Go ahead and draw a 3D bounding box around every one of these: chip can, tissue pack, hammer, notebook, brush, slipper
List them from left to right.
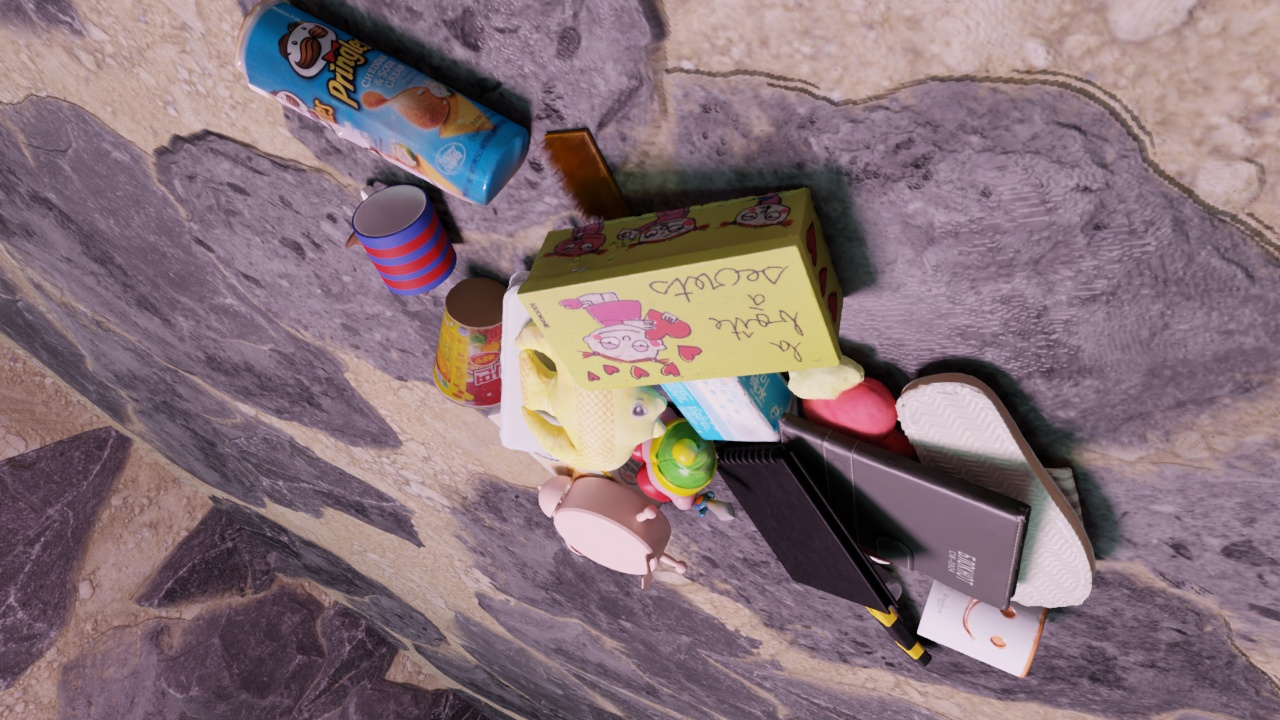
[{"bbox_3d":[-0.204,-0.202,0.730,0.229,0.079,0.080,29,150,4],"label":"chip can"},{"bbox_3d":[-0.036,-0.129,0.743,0.048,0.017,0.126,6,141,36],"label":"brush"},{"bbox_3d":[0.074,0.017,0.817,0.093,0.061,0.144,-2,140,40],"label":"tissue pack"},{"bbox_3d":[0.143,0.152,0.877,0.169,0.019,0.232,55,168,-1],"label":"notebook"},{"bbox_3d":[0.257,0.267,1.018,0.170,0.034,0.324,36,170,48],"label":"hammer"},{"bbox_3d":[0.221,0.131,0.790,0.209,0.029,0.170,24,151,32],"label":"notebook"},{"bbox_3d":[0.299,0.108,0.764,0.115,0.053,0.273,-7,128,44],"label":"slipper"}]

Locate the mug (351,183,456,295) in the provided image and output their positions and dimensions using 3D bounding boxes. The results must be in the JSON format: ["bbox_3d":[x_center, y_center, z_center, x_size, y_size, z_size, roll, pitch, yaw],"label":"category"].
[{"bbox_3d":[-0.234,-0.124,0.882,0.112,0.074,0.076,42,161,37],"label":"mug"}]

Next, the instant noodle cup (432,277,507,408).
[{"bbox_3d":[-0.166,-0.021,0.946,0.100,0.100,0.113,25,142,9],"label":"instant noodle cup"}]

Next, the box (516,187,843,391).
[{"bbox_3d":[0.035,-0.048,0.696,0.221,0.079,0.124,-3,137,26],"label":"box"}]

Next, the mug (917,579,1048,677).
[{"bbox_3d":[0.340,0.255,0.913,0.105,0.082,0.082,18,148,22],"label":"mug"}]

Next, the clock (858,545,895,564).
[{"bbox_3d":[0.248,0.167,0.901,0.087,0.044,0.124,-7,132,46],"label":"clock"}]

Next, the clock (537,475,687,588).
[{"bbox_3d":[-0.039,0.200,1.057,0.161,0.086,0.131,14,146,34],"label":"clock"}]

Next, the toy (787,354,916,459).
[{"bbox_3d":[0.179,0.041,0.775,0.135,0.045,0.092,46,152,-14],"label":"toy"}]

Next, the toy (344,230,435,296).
[{"bbox_3d":[-0.248,-0.103,0.945,0.102,0.041,0.055,37,172,-25],"label":"toy"}]

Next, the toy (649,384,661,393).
[{"bbox_3d":[-0.005,0.005,0.885,0.063,0.047,0.110,19,145,-1],"label":"toy"}]

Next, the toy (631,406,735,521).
[{"bbox_3d":[0.039,0.105,0.926,0.132,0.096,0.124,-17,82,49],"label":"toy"}]

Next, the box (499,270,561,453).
[{"bbox_3d":[-0.090,0.004,0.912,0.118,0.063,0.214,4,126,0],"label":"box"}]

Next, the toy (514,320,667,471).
[{"bbox_3d":[-0.049,0.034,0.855,0.155,0.064,0.171,16,128,19],"label":"toy"}]

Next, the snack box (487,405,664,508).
[{"bbox_3d":[-0.067,0.102,1.069,0.208,0.057,0.104,45,147,-23],"label":"snack box"}]
